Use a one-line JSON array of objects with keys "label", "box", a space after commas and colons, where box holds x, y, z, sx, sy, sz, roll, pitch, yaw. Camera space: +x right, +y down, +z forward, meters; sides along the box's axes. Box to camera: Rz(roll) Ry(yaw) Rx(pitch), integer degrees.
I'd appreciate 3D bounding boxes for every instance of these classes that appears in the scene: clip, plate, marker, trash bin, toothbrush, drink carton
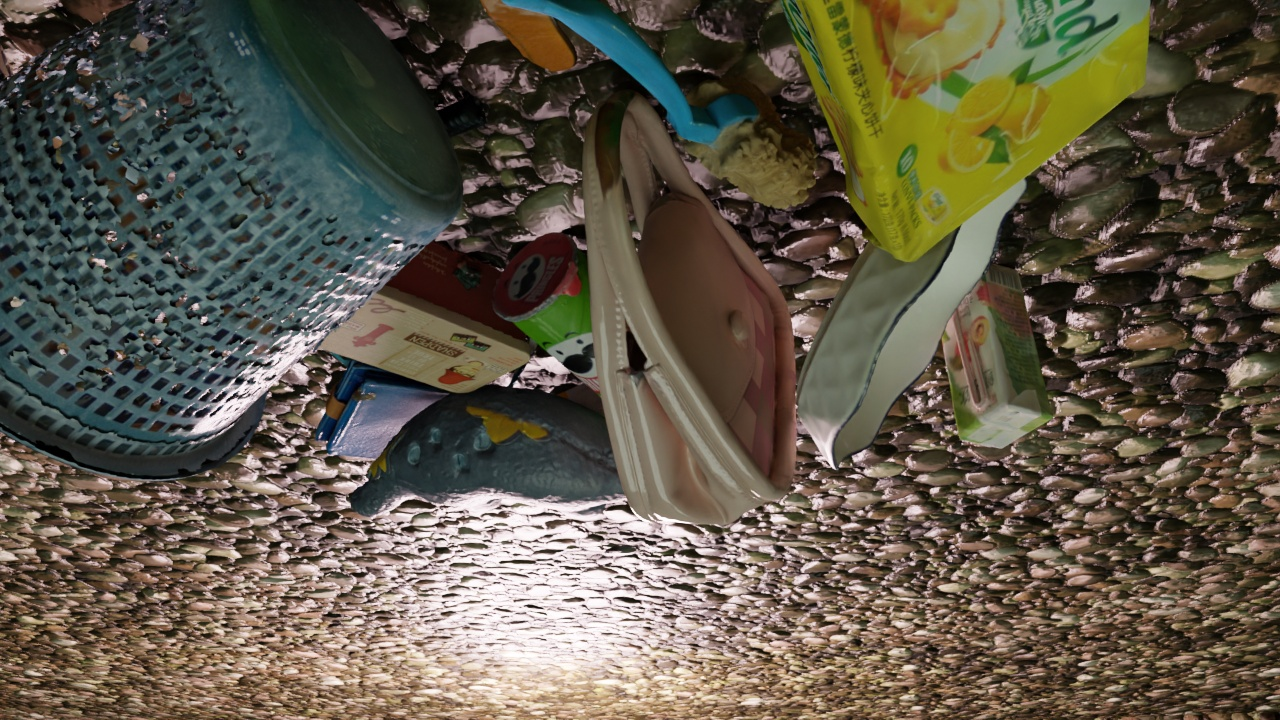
[{"label": "clip", "box": [-0.237, -0.002, 0.761, 0.041, 0.014, 0.056, -12, 146, 20]}, {"label": "plate", "box": [0.160, -0.031, 0.560, 0.045, 0.204, 0.205, 33, 156, 20]}, {"label": "marker", "box": [-0.148, -0.126, 0.549, 0.131, 0.018, 0.022, -16, 154, 25]}, {"label": "trash bin", "box": [-0.205, -0.084, 0.451, 0.195, 0.226, 0.226, -30, 141, 14]}, {"label": "toothbrush", "box": [-0.097, -0.006, 0.749, 0.018, 0.016, 0.192, 20, 145, -11]}, {"label": "drink carton", "box": [0.241, -0.006, 0.638, 0.045, 0.122, 0.054, 14, 147, -18]}]

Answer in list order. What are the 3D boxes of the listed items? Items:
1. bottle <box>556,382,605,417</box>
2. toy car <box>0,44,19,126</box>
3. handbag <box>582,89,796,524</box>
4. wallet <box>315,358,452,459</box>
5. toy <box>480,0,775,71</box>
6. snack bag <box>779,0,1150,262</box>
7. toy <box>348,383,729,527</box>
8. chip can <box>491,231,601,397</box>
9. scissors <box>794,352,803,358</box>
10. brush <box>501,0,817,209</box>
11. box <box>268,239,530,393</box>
[{"label": "bottle", "box": [-0.070, 0.065, 0.803, 0.190, 0.067, 0.068, -24, 141, 27]}, {"label": "toy car", "box": [-0.365, -0.142, 0.511, 0.042, 0.035, 0.091, 10, 148, -12]}, {"label": "handbag", "box": [0.018, -0.041, 0.532, 0.093, 0.192, 0.234, -12, 127, 19]}, {"label": "wallet", "box": [-0.215, 0.045, 0.791, 0.106, 0.040, 0.133, 12, 142, -27]}, {"label": "toy", "box": [-0.045, -0.198, 0.358, 0.247, 0.089, 0.227, -6, 149, 2]}, {"label": "snack bag", "box": [0.132, -0.162, 0.388, 0.158, 0.068, 0.246, -38, 141, 1]}, {"label": "toy", "box": [-0.100, 0.082, 0.730, 0.357, 0.091, 0.138, 0, 127, 21]}, {"label": "chip can", "box": [-0.004, 0.004, 0.681, 0.072, 0.072, 0.236, -20, 136, 30]}, {"label": "scissors", "box": [0.067, 0.014, 0.744, 0.145, 0.014, 0.172, 8, 158, 16]}, {"label": "brush", "box": [0.017, -0.125, 0.423, 0.046, 0.083, 0.254, -39, 157, 22]}, {"label": "box", "box": [-0.164, -0.045, 0.640, 0.092, 0.079, 0.168, -25, 147, 34]}]
